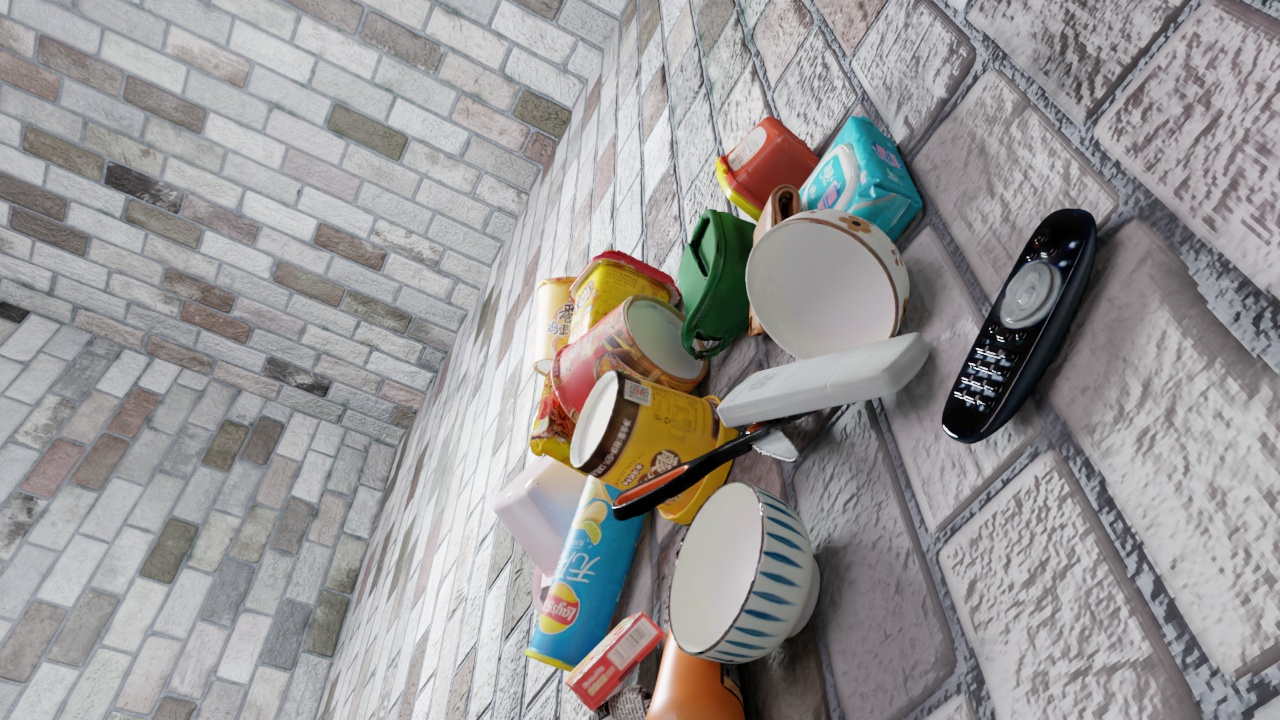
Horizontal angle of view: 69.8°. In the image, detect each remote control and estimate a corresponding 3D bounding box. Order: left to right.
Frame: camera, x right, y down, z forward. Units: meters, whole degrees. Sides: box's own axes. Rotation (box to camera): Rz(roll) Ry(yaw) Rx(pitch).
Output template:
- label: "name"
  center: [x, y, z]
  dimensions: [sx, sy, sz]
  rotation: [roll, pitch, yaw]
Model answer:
- label: "remote control"
  center: [0.119, 0.016, 0.615]
  dimensions: [0.150, 0.021, 0.058]
  rotation: [-17, 16, 48]
- label: "remote control"
  center: [0.204, -0.015, 0.488]
  dimensions: [0.136, 0.024, 0.053]
  rotation: [-64, 15, 5]

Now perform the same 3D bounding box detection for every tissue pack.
- label: "tissue pack"
  center: [0.163, -0.124, 0.713]
  dimensions: [0.093, 0.050, 0.133]
  rotation: [-57, 19, 34]

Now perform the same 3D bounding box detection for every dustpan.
- label: "dustpan"
  center: [-0.063, 0.160, 1.100]
  dimensions: [0.272, 0.139, 0.223]
  rotation: [-43, 4, -26]

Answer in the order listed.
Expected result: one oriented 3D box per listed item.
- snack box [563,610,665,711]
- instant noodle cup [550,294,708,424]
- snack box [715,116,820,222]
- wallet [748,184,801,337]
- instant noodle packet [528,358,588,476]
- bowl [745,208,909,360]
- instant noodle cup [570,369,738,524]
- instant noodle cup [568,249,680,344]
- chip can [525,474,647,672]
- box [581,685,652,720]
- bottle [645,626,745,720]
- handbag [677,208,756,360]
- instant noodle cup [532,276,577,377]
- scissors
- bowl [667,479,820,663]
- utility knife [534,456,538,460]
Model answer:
- label: "snack box"
  center: [-0.024, 0.236, 0.724]
  dimensions: [0.075, 0.025, 0.153]
  rotation: [-42, -9, -17]
- label: "instant noodle cup"
  center: [-0.005, 0.005, 0.928]
  dimensions: [0.109, 0.138, 0.137]
  rotation: [-45, 26, 33]
- label: "snack box"
  center: [0.121, -0.180, 0.869]
  dimensions: [0.080, 0.082, 0.091]
  rotation: [-49, 23, 20]
- label: "wallet"
  center: [0.109, -0.077, 0.760]
  dimensions: [0.132, 0.031, 0.107]
  rotation: [69, -155, -86]
- label: "instant noodle packet"
  center: [-0.049, 0.069, 0.967]
  dimensions: [0.044, 0.128, 0.110]
  rotation: [-24, 45, 49]
- label: "bowl"
  center: [0.137, -0.056, 0.637]
  dimensions: [0.062, 0.113, 0.114]
  rotation: [-38, -5, -41]
- label: "instant noodle cup"
  center: [0.009, 0.071, 0.815]
  dimensions: [0.119, 0.114, 0.118]
  rotation: [-55, 21, 32]
- label: "instant noodle cup"
  center: [-0.029, -0.044, 1.071]
  dimensions: [0.116, 0.116, 0.123]
  rotation: [-43, 28, 53]
- label: "chip can"
  center: [-0.042, 0.192, 0.885]
  dimensions: [0.071, 0.071, 0.210]
  rotation: [-22, 46, 67]
- label: "box"
  center: [-0.024, 0.294, 0.679]
  dimensions: [0.164, 0.082, 0.075]
  rotation: [-49, 30, 39]
- label: "bottle"
  center: [0.040, 0.213, 0.633]
  dimensions: [0.067, 0.066, 0.149]
  rotation: [-57, 12, 29]
- label: "handbag"
  center: [0.078, -0.076, 0.894]
  dimensions: [0.131, 0.068, 0.120]
  rotation: [-93, 24, -53]
- label: "instant noodle cup"
  center: [-0.080, -0.033, 1.202]
  dimensions: [0.138, 0.138, 0.109]
  rotation: [149, 133, -63]
- label: "scissors"
  center: [0.078, 0.057, 0.664]
  dimensions: [0.234, 0.021, 0.220]
  rotation: [-29, 7, 17]
- label: "bowl"
  center: [0.074, 0.144, 0.602]
  dimensions: [0.117, 0.066, 0.116]
  rotation: [-55, 21, 33]
- label: "utility knife"
  center: [-0.097, 0.083, 1.168]
  dimensions: [0.029, 0.013, 0.165]
  rotation: [-42, 5, 34]
